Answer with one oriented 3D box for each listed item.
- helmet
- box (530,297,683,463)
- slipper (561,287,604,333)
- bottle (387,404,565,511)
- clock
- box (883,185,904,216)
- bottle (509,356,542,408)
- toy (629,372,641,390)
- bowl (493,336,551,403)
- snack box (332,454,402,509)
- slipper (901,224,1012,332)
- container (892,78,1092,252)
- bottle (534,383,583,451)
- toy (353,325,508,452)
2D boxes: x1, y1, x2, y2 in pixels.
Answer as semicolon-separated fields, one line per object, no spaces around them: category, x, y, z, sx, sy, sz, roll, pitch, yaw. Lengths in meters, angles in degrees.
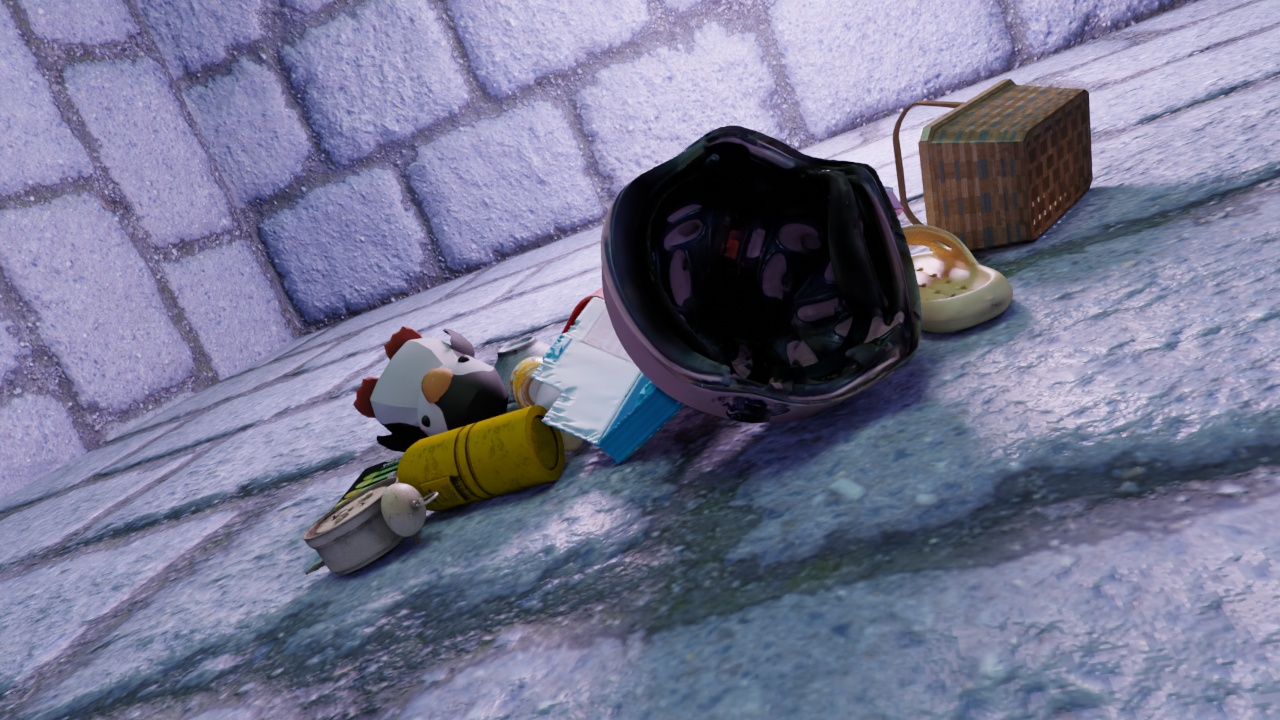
helmet;0.082;-0.055;0.728;0.255;0.229;0.153;-6;-19;-19
box;-0.002;0.006;0.867;0.170;0.085;0.226;-8;26;24
slipper;-0.064;-0.034;1.125;0.104;0.059;0.248;-58;8;22
bottle;-0.157;0.095;0.835;0.164;0.071;0.070;-17;14;20
clock;-0.226;0.142;0.797;0.141;0.054;0.092;-24;12;27
box;0.140;-0.084;0.912;0.160;0.063;0.231;-35;-6;-43
bottle;-0.119;0.026;1.057;0.063;0.063;0.109;-24;12;-8
toy;-0.006;0.006;1.017;0.094;0.036;0.094;-36;23;-25
bowl;-0.153;0.004;1.207;0.137;0.057;0.137;-21;13;5
snack box;-0.263;0.135;0.939;0.080;0.025;0.147;-21;14;6
slipper;0.266;-0.090;0.870;0.111;0.079;0.261;-18;14;1
container;0.377;-0.219;1.034;0.187;0.158;0.249;7;30;42
bottle;-0.072;0.049;0.925;0.072;0.046;0.161;-21;14;3
toy;-0.215;0.048;1.053;0.184;0.140;0.159;10;66;50
